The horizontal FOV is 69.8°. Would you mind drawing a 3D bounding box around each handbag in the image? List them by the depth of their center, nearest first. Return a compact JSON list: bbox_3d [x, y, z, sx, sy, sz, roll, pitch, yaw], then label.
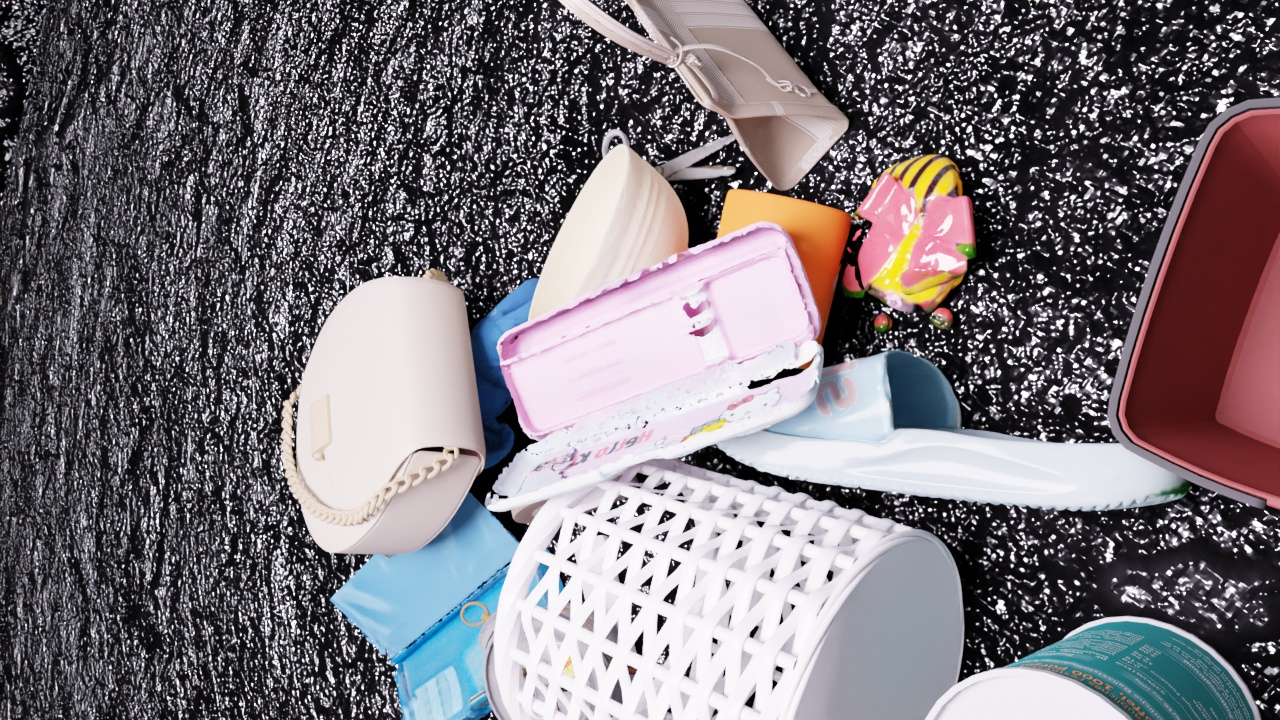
[{"bbox_3d":[0.012,-0.204,0.563,0.062,0.197,0.175,-47,57,30],"label":"handbag"},{"bbox_3d":[-0.203,0.047,0.745,0.209,0.103,0.210,-36,56,39],"label":"handbag"}]

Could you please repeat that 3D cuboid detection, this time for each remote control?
[{"bbox_3d":[-0.022,0.198,0.689,0.033,0.012,0.130,-28,68,36],"label":"remote control"}]

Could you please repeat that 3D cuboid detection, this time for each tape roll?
[{"bbox_3d":[-0.050,0.089,0.669,0.094,0.093,0.030,-32,65,37],"label":"tape roll"}]

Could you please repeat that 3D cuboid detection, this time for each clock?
[{"bbox_3d":[-0.071,0.220,0.664,0.148,0.056,0.104,29,107,20],"label":"clock"}]

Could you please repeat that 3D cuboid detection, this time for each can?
[{"bbox_3d":[0.198,0.172,0.397,0.099,0.143,0.099,-4,84,43],"label":"can"}]

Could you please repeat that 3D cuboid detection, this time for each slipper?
[{"bbox_3d":[0.151,0.033,0.487,0.246,0.104,0.074,4,87,37],"label":"slipper"}]

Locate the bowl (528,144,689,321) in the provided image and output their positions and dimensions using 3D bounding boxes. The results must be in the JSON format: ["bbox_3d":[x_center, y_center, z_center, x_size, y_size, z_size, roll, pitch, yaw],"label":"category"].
[{"bbox_3d":[-0.014,-0.067,0.644,0.151,0.075,0.150,-55,20,31],"label":"bowl"}]

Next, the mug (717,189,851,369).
[{"bbox_3d":[0.075,-0.054,0.584,0.113,0.077,0.096,27,106,64],"label":"mug"}]

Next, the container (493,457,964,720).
[{"bbox_3d":[0.050,0.159,0.507,0.187,0.189,0.189,11,94,42],"label":"container"}]

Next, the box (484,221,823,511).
[{"bbox_3d":[-0.003,0.006,0.510,0.202,0.101,0.111,-21,89,24],"label":"box"}]

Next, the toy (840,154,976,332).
[{"bbox_3d":[0.156,-0.070,0.526,0.084,0.046,0.103,-5,78,56],"label":"toy"}]

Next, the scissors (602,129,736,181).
[{"bbox_3d":[0.006,-0.128,0.688,0.153,0.014,0.131,38,111,41],"label":"scissors"}]

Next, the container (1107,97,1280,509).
[{"bbox_3d":[0.250,-0.016,0.325,0.127,0.200,0.148,23,102,41],"label":"container"}]

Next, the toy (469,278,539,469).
[{"bbox_3d":[-0.118,0.015,0.759,0.113,0.071,0.176,45,117,48],"label":"toy"}]

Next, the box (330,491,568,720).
[{"bbox_3d":[-0.159,0.219,0.787,0.232,0.060,0.175,-41,77,33],"label":"box"}]
